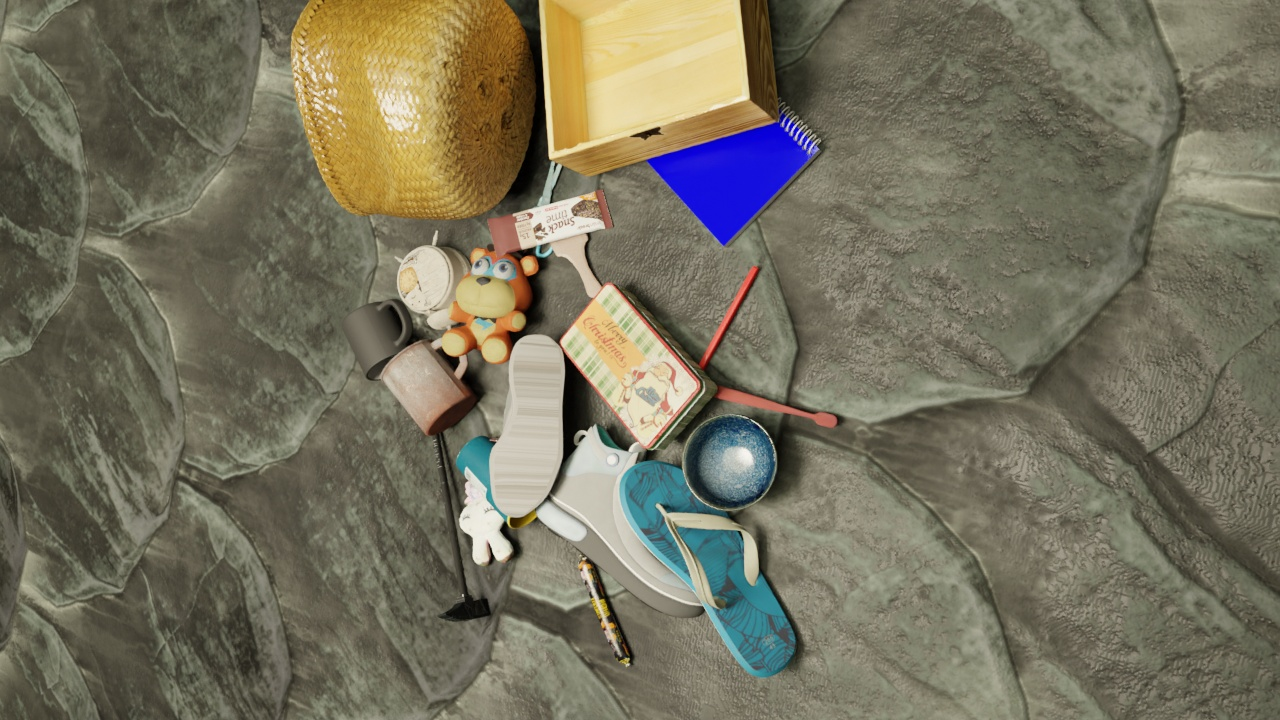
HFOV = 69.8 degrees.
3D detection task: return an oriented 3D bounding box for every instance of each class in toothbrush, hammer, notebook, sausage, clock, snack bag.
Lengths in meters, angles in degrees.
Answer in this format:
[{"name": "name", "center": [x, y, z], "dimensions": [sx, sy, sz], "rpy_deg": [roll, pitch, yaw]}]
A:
[{"name": "toothbrush", "center": [0.089, -0.025, 1.144], "dimensions": [0.018, 0.012, 0.213], "rpy_deg": [32, 101, 22]}, {"name": "hammer", "center": [-0.272, 0.197, 1.272], "dimensions": [0.015, 0.095, 0.324], "rpy_deg": [-20, 74, 22]}, {"name": "notebook", "center": [0.099, -0.275, 1.143], "dimensions": [0.172, 0.022, 0.209], "rpy_deg": [-45, 72, 18]}, {"name": "sausage", "center": [-0.048, 0.324, 1.191], "dimensions": [0.020, 0.020, 0.155], "rpy_deg": [-28, 77, 21]}, {"name": "clock", "center": [-0.288, -0.094, 1.290], "dimensions": [0.104, 0.061, 0.156], "rpy_deg": [-27, 76, 22]}, {"name": "snack bag", "center": [-0.120, -0.181, 1.210], "dimensions": [0.158, 0.013, 0.057], "rpy_deg": [-14, 80, -2]}, {"name": "toothbrush", "center": [0.145, 0.051, 1.108], "dimensions": [0.190, 0.016, 0.016], "rpy_deg": [14, 94, 21]}]

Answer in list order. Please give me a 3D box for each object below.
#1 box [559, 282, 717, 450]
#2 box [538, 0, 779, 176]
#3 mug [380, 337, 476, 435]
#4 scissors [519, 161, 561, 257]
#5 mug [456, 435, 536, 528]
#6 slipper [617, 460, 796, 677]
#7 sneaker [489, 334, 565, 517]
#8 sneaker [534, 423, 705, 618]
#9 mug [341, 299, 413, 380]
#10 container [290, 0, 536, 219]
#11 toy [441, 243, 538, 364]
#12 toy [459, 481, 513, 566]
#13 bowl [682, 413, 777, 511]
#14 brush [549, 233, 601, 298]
[{"name": "box", "center": [-0.007, 0.007, 1.148], "dimensions": [0.118, 0.050, 0.205], "rpy_deg": [-48, 60, 15]}, {"name": "box", "center": [-0.044, -0.414, 1.027], "dimensions": [0.280, 0.335, 0.286], "rpy_deg": [-10, 79, 31]}, {"name": "mug", "center": [-0.280, 0.027, 1.263], "dimensions": [0.123, 0.096, 0.110], "rpy_deg": [-44, 84, 16]}, {"name": "scissors", "center": [-0.127, -0.204, 1.246], "dimensions": [0.076, 0.015, 0.142], "rpy_deg": [31, 106, 23]}, {"name": "mug", "center": [-0.188, 0.159, 1.232], "dimensions": [0.121, 0.078, 0.078], "rpy_deg": [36, 103, 25]}, {"name": "slipper", "center": [0.090, 0.234, 1.082], "dimensions": [0.295, 0.118, 0.060], "rpy_deg": [54, 147, 9]}, {"name": "sneaker", "center": [-0.144, 0.089, 1.193], "dimensions": [0.099, 0.089, 0.235], "rpy_deg": [8, 73, -1]}, {"name": "sneaker", "center": [0.000, 0.194, 1.144], "dimensions": [0.257, 0.093, 0.160], "rpy_deg": [31, 92, 21]}, {"name": "mug", "center": [-0.364, -0.038, 1.308], "dimensions": [0.114, 0.078, 0.088], "rpy_deg": [-39, 73, 33]}, {"name": "container", "center": [-0.263, -0.333, 1.161], "dimensions": [0.197, 0.306, 0.307], "rpy_deg": [10, 92, 16]}, {"name": "toy", "center": [-0.198, -0.080, 1.233], "dimensions": [0.112, 0.096, 0.175], "rpy_deg": [8, 66, 16]}, {"name": "toy", "center": [-0.215, 0.222, 1.260], "dimensions": [0.079, 0.038, 0.122], "rpy_deg": [-24, 76, 29]}, {"name": "bowl", "center": [0.112, 0.125, 1.099], "dimensions": [0.114, 0.060, 0.114], "rpy_deg": [-4, 77, 17]}, {"name": "brush", "center": [-0.086, -0.144, 1.226], "dimensions": [0.050, 0.015, 0.135], "rpy_deg": [-28, 83, 8]}]
